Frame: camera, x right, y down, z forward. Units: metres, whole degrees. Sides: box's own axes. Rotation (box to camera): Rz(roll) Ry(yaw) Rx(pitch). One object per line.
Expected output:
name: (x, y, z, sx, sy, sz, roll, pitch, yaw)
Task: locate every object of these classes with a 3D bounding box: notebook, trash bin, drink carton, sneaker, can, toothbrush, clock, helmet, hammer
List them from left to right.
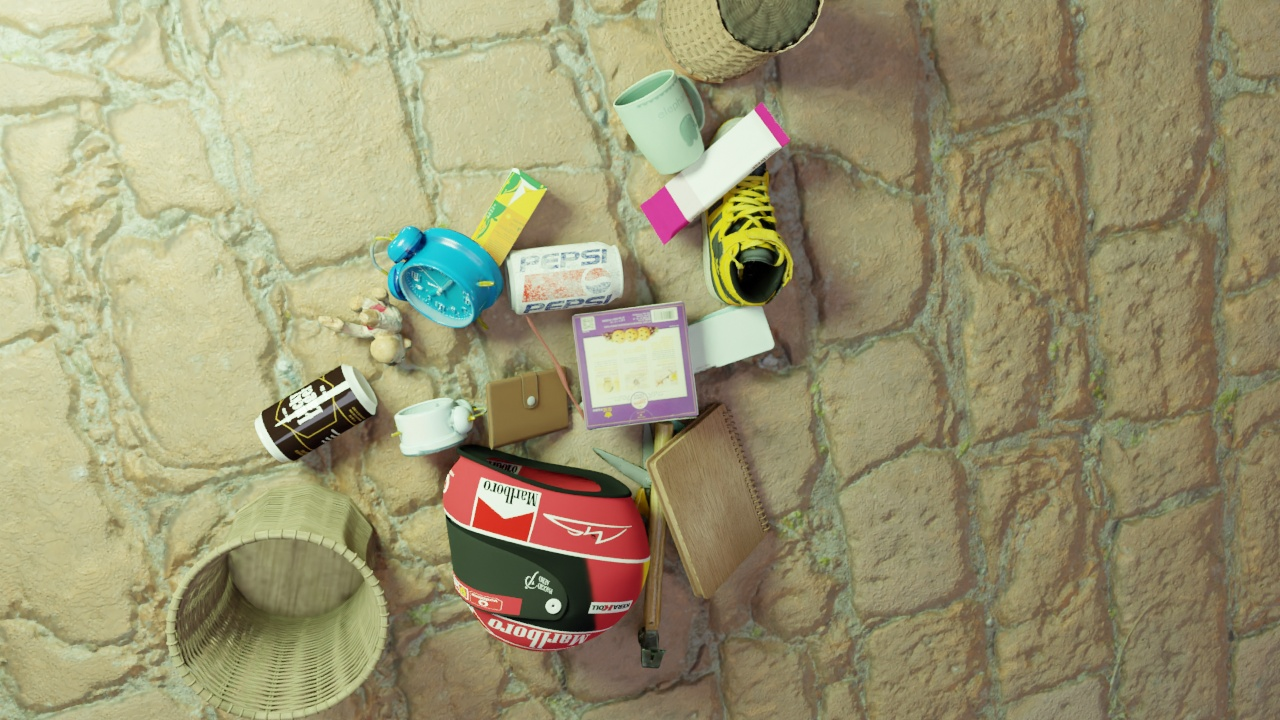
can: (-0.387, 0.063, 1.100, 0.128, 0.072, 0.072, -31, 109, -4)
clock: (-0.241, -0.100, 1.075, 0.161, 0.117, 0.060, 23, 54, 4)
clock: (-0.246, 0.079, 1.134, 0.117, 0.083, 0.057, -15, 100, -8)
drink carton: (-0.164, -0.168, 1.102, 0.041, 0.058, 0.122, 31, 95, -19)
helmet: (-0.124, 0.243, 1.141, 0.270, 0.198, 0.224, 14, 92, -16)
toothbrush: (-0.101, 0.013, 1.165, 0.015, 0.015, 0.184, -34, 123, -9)
can: (-0.094, -0.102, 1.126, 0.136, 0.078, 0.078, -7, 105, -12)
hammer: (0.022, 0.245, 1.217, 0.033, 0.132, 0.330, 3, 95, -1)
toothbrush: (0.056, 0.094, 1.243, 0.135, 0.017, 0.022, 38, 89, -19)
notebook: (0.096, 0.183, 1.227, 0.168, 0.022, 0.210, -36, 113, -40)
trash bin: (0.114, -0.395, 1.033, 0.151, 0.210, 0.151, -3, 105, -13)
sneaker: (0.132, -0.178, 1.138, 0.086, 0.122, 0.239, -5, 105, -14)

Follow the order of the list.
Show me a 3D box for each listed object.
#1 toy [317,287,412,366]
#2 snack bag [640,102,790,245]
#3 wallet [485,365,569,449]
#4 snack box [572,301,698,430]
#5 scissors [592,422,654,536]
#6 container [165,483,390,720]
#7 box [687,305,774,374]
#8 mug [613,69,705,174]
toy: (-0.319, -0.033, 1.101, 0.085, 0.074, 0.106, -11, 132, 22)
snack bag: (0.088, -0.227, 1.121, 0.197, 0.070, 0.016, -39, 153, 18)
wallet: (-0.141, 0.058, 1.161, 0.120, 0.013, 0.087, -13, 108, -40)
snack box: (-0.007, 0.007, 1.155, 0.143, 0.040, 0.148, -7, 90, -4)
scissors: (0.032, 0.178, 1.258, 0.226, 0.016, 0.225, -3, 105, -13)
container: (-0.410, 0.266, 1.079, 0.226, 0.196, 0.227, -3, 104, -13)
box: (0.073, -0.017, 1.201, 0.199, 0.070, 0.085, -20, 120, -4)
mug: (0.036, -0.294, 1.115, 0.111, 0.084, 0.104, -49, 122, -28)
